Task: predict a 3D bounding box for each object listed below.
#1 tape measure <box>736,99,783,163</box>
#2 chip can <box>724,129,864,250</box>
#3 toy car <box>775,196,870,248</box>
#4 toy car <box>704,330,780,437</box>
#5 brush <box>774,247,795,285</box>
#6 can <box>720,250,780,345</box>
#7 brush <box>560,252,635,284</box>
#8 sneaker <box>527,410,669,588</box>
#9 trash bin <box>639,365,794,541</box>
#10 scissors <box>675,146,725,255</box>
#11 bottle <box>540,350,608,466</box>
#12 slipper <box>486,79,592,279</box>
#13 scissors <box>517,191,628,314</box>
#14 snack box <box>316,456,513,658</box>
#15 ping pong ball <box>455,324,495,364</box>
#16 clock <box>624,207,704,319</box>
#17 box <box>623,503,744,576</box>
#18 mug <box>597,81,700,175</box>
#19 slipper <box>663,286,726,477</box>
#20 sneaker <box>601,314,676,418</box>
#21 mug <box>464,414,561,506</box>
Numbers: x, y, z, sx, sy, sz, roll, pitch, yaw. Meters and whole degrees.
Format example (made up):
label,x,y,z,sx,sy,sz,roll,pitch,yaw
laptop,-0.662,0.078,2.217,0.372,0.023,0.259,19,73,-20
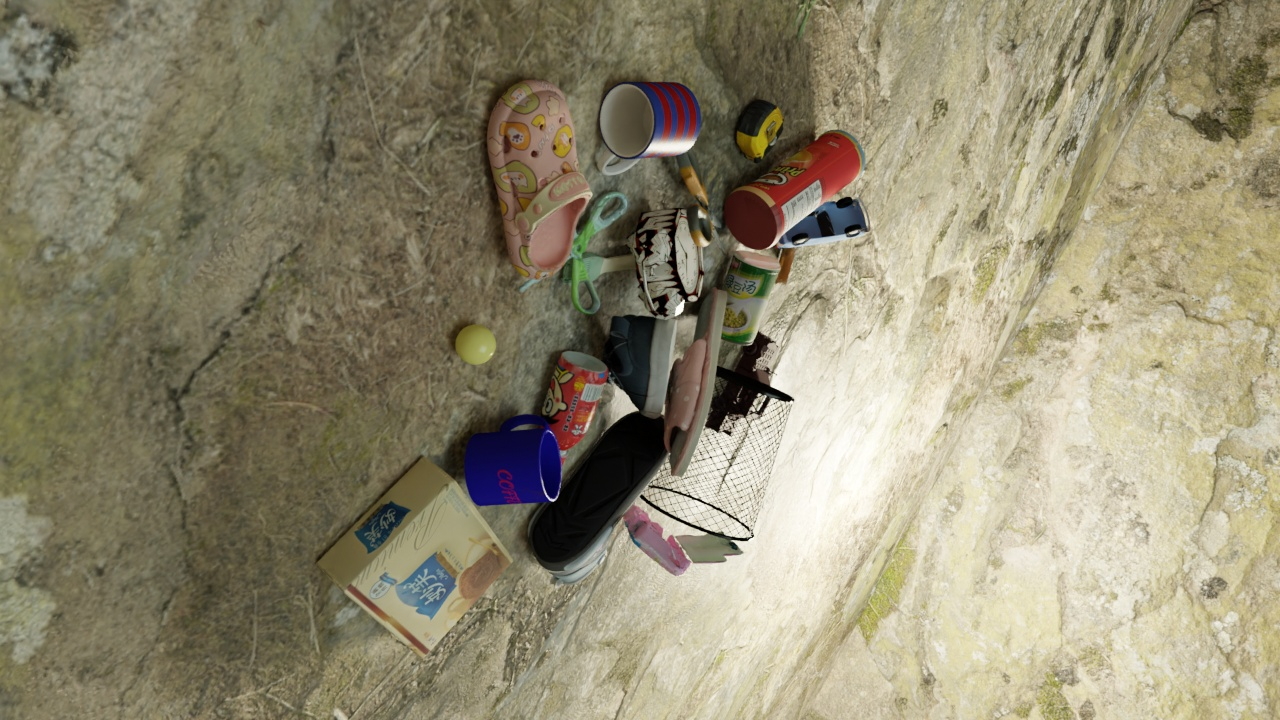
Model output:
label,x,y,z,sx,sy,sz,roll,pitch,yaw
tape measure,0.150,-0.287,1.141,0.065,0.037,0.064,-51,149,-13
chip can,0.209,-0.232,1.229,0.212,0.087,0.087,-37,143,-34
toy car,0.252,-0.193,1.306,0.153,0.056,0.055,-11,168,-16
toy car,0.169,0.043,1.434,0.070,0.062,0.170,20,99,-59
brush,0.208,-0.135,1.320,0.126,0.017,0.048,-66,169,-60
can,0.145,-0.089,1.278,0.067,0.067,0.121,-13,127,-51
brush,-0.016,-0.115,1.075,0.217,0.012,0.033,-16,129,-51
sneaker,-0.042,0.193,1.247,0.256,0.093,0.161,-48,156,-20
trash bin,0.116,0.125,1.328,0.183,0.184,0.210,13,100,-58
scissors,0.078,-0.167,1.094,0.225,0.016,0.175,54,27,-57
bottle,-0.086,0.061,1.078,0.061,0.062,0.138,-5,120,-54
slipper,-0.081,-0.162,0.862,0.093,0.081,0.198,-35,137,-38
scissors,-0.068,-0.122,0.976,0.172,0.021,0.171,-40,138,-25
snack box,-0.237,0.221,1.004,0.153,0.055,0.207,-47,147,-20
ping pong ball,-0.165,-0.016,0.916,0.040,0.040,0.040,-36,142,-34
clock,0.021,-0.109,1.044,0.154,0.065,0.115,-56,138,-57
box,0.052,0.254,1.265,0.230,0.161,0.062,157,-48,-85
mug,0.000,-0.234,0.947,0.076,0.075,0.112,-19,157,-48
slipper,0.063,0.022,1.192,0.114,0.054,0.273,112,-7,-61
sneaker,-0.007,0.007,1.127,0.236,0.087,0.089,96,3,-67
mug,-0.136,0.105,1.010,0.111,0.083,0.079,-84,164,-44
